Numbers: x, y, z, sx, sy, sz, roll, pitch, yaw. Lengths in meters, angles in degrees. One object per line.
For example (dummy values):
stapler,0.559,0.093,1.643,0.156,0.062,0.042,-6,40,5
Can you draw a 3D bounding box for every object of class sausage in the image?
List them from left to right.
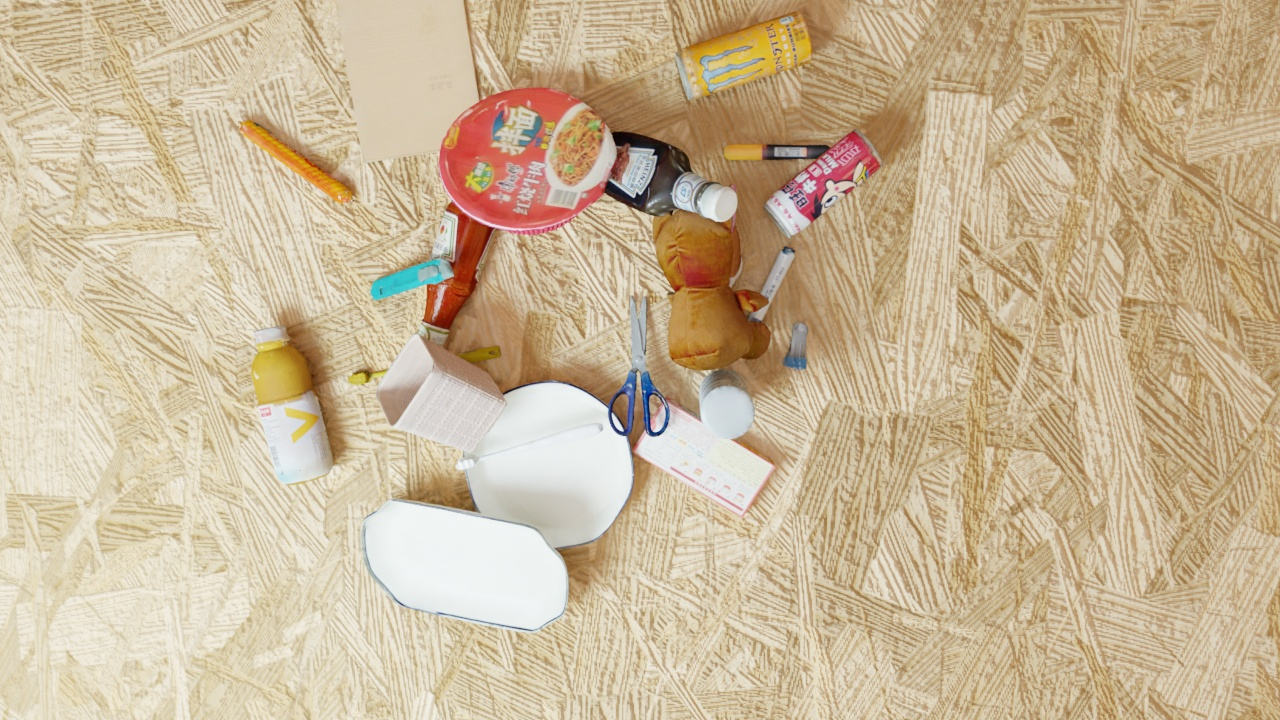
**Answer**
sausage,-0.409,-0.236,1.089,0.165,0.021,0.021,35,98,-2

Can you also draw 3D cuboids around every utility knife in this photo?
utility knife,-0.268,-0.093,1.065,0.152,0.012,0.029,-11,81,38

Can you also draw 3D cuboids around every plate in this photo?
plate,-0.209,0.241,1.106,0.266,0.034,0.162,8,116,12
plate,-0.108,0.124,1.107,0.205,0.045,0.205,0,96,3

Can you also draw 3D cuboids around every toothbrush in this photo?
toothbrush,-0.263,0.007,1.114,0.190,0.016,0.015,-11,94,4
toothbrush,-0.130,0.101,1.074,0.180,0.016,0.016,-15,98,4

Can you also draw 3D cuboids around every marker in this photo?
marker,0.149,-0.073,1.082,0.022,0.018,0.131,25,99,-9
marker,0.158,-0.241,1.062,0.124,0.015,0.018,0,99,1

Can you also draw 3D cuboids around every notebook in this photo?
notebook,-0.269,-0.348,1.073,0.149,0.012,0.211,-8,97,3

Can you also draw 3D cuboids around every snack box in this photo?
snack box,0.076,0.116,1.105,0.156,0.027,0.077,31,97,-1

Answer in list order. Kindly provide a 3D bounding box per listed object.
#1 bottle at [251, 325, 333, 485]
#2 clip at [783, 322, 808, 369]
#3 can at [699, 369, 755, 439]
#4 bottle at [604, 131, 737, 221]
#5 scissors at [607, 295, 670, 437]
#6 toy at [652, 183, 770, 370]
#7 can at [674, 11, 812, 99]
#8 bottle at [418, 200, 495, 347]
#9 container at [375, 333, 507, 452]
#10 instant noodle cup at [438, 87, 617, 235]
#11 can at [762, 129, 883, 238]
bottle,-0.423,0.053,1.103,0.068,0.068,0.189,-12,96,4
clip,0.186,-0.018,1.087,0.027,0.045,0.058,8,92,3
can,0.096,0.046,1.034,0.058,0.146,0.058,0,97,3
bottle,0.026,-0.195,1.000,0.195,0.044,0.080,32,101,42
scissors,0.008,0.008,1.083,0.125,0.012,0.173,28,79,-3
toy,0.078,-0.090,1.034,0.140,0.130,0.199,-10,96,37
can,0.116,-0.341,1.028,0.146,0.058,0.058,-17,96,5
bottle,-0.227,-0.085,1.077,0.060,0.059,0.206,20,96,0
container,-0.224,0.041,1.048,0.111,0.090,0.090,29,100,-38
instant noodle cup,-0.124,-0.210,1.027,0.194,0.066,0.193,0,64,1
can,0.206,-0.200,1.044,0.133,0.053,0.053,-39,94,7
